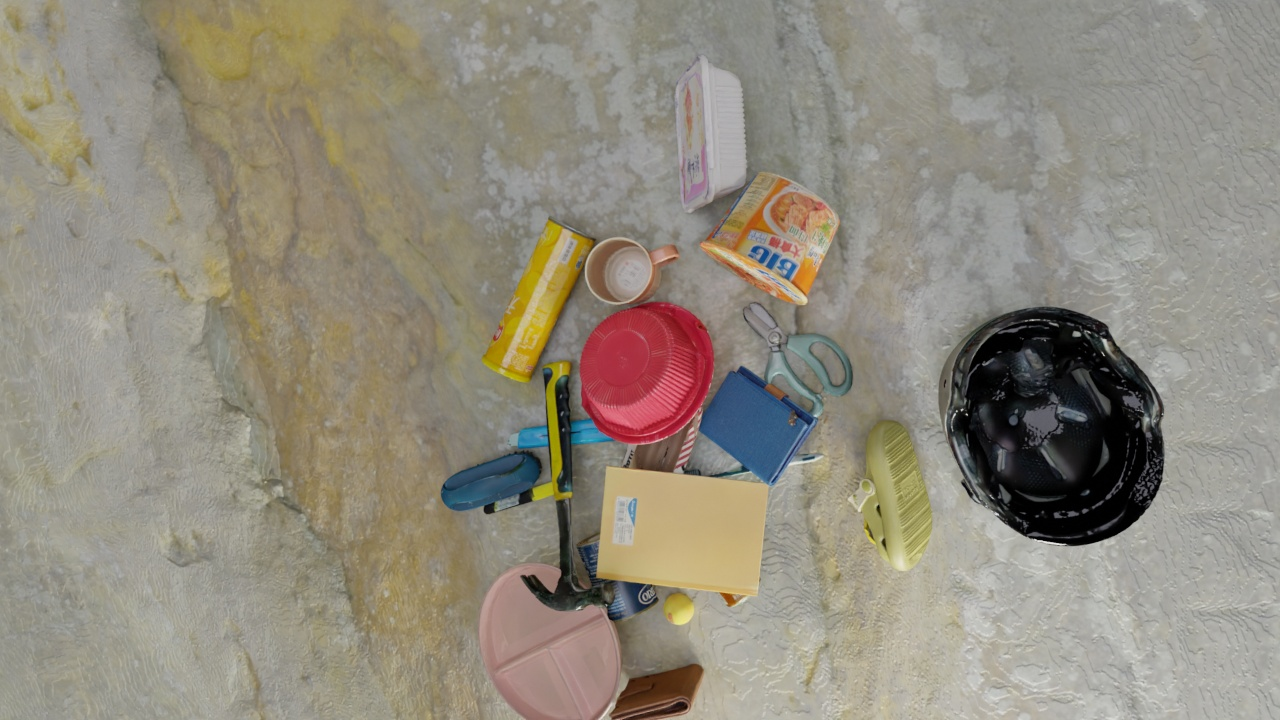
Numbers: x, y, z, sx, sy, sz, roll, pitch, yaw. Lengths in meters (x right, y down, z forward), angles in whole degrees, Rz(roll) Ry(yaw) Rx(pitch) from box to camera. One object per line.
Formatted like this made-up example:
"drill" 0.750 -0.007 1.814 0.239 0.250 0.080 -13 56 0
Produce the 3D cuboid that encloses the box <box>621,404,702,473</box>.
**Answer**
"box" 0.018 0.109 1.193 0.087 0.076 0.163 17 98 -12

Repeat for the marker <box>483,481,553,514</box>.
"marker" -0.160 0.188 1.257 0.124 0.015 0.018 -19 88 13

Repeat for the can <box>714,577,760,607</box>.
"can" 0.089 0.248 1.193 0.058 0.058 0.147 -41 86 9

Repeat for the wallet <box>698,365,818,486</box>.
"wallet" 0.146 0.080 1.166 0.133 0.040 0.106 37 99 32

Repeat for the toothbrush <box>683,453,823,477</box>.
"toothbrush" 0.143 0.138 1.200 0.192 0.016 0.018 -12 80 11

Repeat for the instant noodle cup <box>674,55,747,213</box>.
"instant noodle cup" 0.089 -0.278 1.141 0.060 0.138 0.173 -6 92 -12

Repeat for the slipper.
"slipper" 0.307 0.166 1.148 0.082 0.091 0.190 -2 104 49

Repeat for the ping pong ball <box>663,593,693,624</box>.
"ping pong ball" 0.050 0.328 1.212 0.040 0.040 0.040 0 92 10

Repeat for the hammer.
"hammer" -0.104 0.159 1.187 0.126 0.032 0.323 -14 71 28

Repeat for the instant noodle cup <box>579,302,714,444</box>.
"instant noodle cup" -0.007 0.007 1.155 0.194 0.065 0.193 -10 68 27

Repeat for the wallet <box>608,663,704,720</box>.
"wallet" 0.023 0.428 1.176 0.108 0.131 0.031 -16 86 11

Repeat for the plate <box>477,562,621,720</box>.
"plate" -0.120 0.378 1.218 0.230 0.028 0.229 4 98 30

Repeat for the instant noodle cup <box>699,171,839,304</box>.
"instant noodle cup" 0.164 -0.152 1.123 0.151 0.151 0.111 31 89 7

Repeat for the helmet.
"helmet" 0.459 0.066 1.071 0.230 0.156 0.274 -32 97 7

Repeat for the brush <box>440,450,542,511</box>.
"brush" -0.204 0.165 1.233 0.144 0.073 0.055 -19 94 10

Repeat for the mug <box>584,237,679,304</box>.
"mug" -0.005 -0.118 1.168 0.115 0.105 0.081 -23 88 10

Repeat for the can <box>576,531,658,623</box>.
"can" -0.031 0.278 1.206 0.075 0.075 0.111 -22 88 10

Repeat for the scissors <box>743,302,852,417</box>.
"scissors" 0.179 0.007 1.188 0.185 0.019 0.130 32 98 9

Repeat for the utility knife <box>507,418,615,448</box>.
"utility knife" -0.106 0.100 1.241 0.160 0.018 0.034 -8 92 12

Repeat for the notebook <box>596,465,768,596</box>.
"notebook" 0.052 0.214 1.158 0.206 0.010 0.146 5 91 4

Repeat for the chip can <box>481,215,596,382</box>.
"chip can" -0.135 -0.080 1.210 0.072 0.072 0.213 27 97 8
